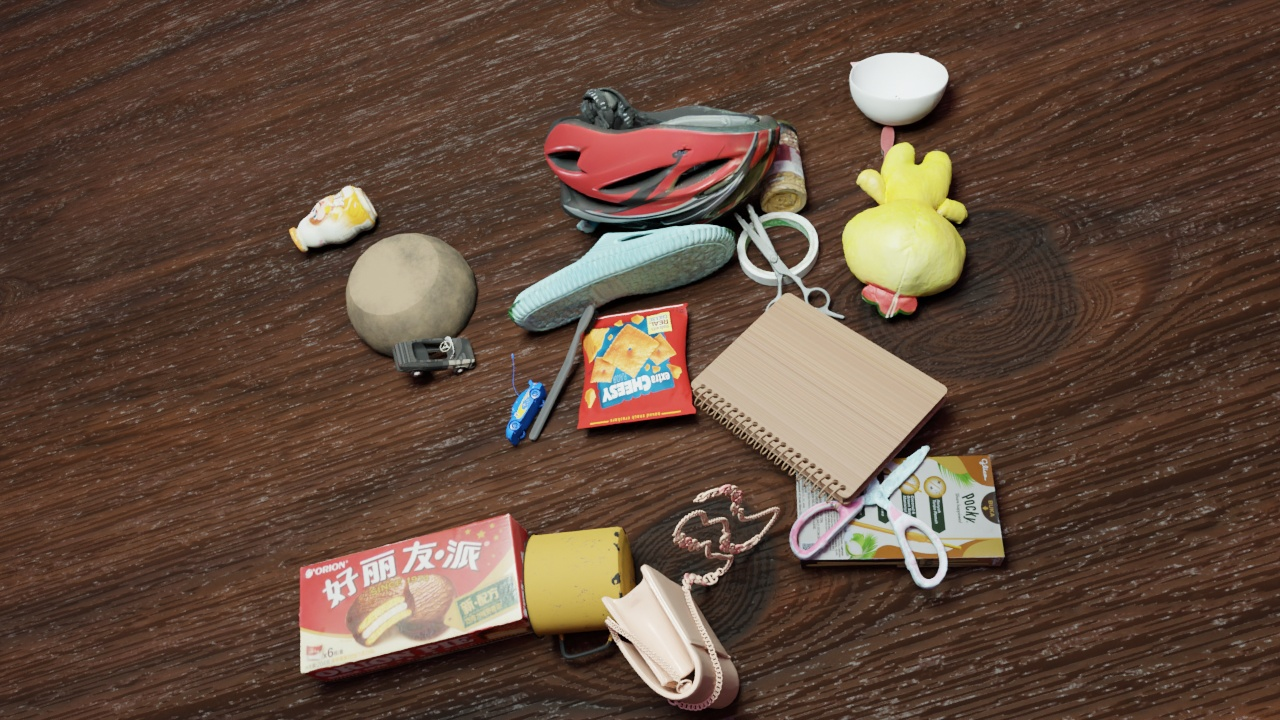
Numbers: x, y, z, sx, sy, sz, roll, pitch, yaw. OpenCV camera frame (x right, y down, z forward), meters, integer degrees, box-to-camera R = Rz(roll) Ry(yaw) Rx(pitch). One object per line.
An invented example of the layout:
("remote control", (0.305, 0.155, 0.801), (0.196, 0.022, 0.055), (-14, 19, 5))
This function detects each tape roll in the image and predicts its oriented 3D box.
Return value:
("tape roll", (0.161, -0.131, 1.074), (0.094, 0.018, 0.093), (-6, 62, 10))

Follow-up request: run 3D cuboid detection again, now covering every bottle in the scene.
("bottle", (-0.405, -0.183, 1.209), (0.109, 0.063, 0.063), (-29, 60, -4))
("bottle", (0.166, -0.231, 1.103), (0.056, 0.056, 0.105), (-8, 61, 9))

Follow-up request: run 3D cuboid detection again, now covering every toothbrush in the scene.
("toothbrush", (0.287, -0.198, 1.084), (0.015, 0.016, 0.184), (4, 67, 15))
("toothbrush", (-0.088, 0.014, 1.042), (0.013, 0.013, 0.167), (18, 79, 45))

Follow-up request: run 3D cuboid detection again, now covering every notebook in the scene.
("notebook", (0.175, 0.035, 0.942), (0.169, 0.022, 0.210), (-43, 55, -16))

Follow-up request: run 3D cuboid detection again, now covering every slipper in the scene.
("slipper", (-0.026, -0.109, 1.055), (0.276, 0.116, 0.069), (-20, 72, 7))

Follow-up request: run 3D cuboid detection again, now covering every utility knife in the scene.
("utility knife", (-0.032, -0.219, 1.169), (0.022, 0.015, 0.148), (27, 69, 18))

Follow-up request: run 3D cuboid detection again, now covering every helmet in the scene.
("helmet", (0.025, -0.234, 1.062), (0.272, 0.167, 0.217), (1, 21, 15))

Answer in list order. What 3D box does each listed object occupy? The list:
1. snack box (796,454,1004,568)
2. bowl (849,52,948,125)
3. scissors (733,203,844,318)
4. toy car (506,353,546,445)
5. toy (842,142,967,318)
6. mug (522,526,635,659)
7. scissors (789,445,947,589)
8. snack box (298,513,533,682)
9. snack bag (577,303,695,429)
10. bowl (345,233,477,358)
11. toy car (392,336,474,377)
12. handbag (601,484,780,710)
("snack box", (0.249, 0.148, 0.898), (0.186, 0.032, 0.100), (-3, 62, 12))
("bowl", (0.310, -0.322, 1.111), (0.115, 0.051, 0.114), (-4, 44, 4))
("scissors", (0.167, -0.108, 1.038), (0.121, 0.014, 0.159), (-4, 86, 11))
("toy car", (-0.144, 0.043, 1.043), (0.062, 0.033, 0.091), (25, 71, 17))
("toy", (0.295, -0.150, 1.010), (0.134, 0.092, 0.207), (13, 61, 5))
("mug", (-0.054, 0.227, 0.896), (0.094, 0.100, 0.123), (-7, 85, 7))
("scissors", (0.230, 0.149, 0.876), (0.170, 0.013, 0.175), (-39, 59, -12))
("snack box", (-0.228, 0.245, 0.944), (0.236, 0.060, 0.113), (-15, 59, 5))
("snack bag", (-0.006, 0.006, 1.028), (0.131, 0.039, 0.143), (-8, 58, 11))
("bowl", (-0.288, -0.088, 1.127), (0.162, 0.070, 0.162), (-6, 62, 10))
("toy car", (-0.241, -0.008, 1.078), (0.092, 0.037, 0.040), (-4, 54, -27))
("handbag", (0.073, 0.216, 0.809), (0.187, 0.199, 0.116), (-40, 61, 0))
